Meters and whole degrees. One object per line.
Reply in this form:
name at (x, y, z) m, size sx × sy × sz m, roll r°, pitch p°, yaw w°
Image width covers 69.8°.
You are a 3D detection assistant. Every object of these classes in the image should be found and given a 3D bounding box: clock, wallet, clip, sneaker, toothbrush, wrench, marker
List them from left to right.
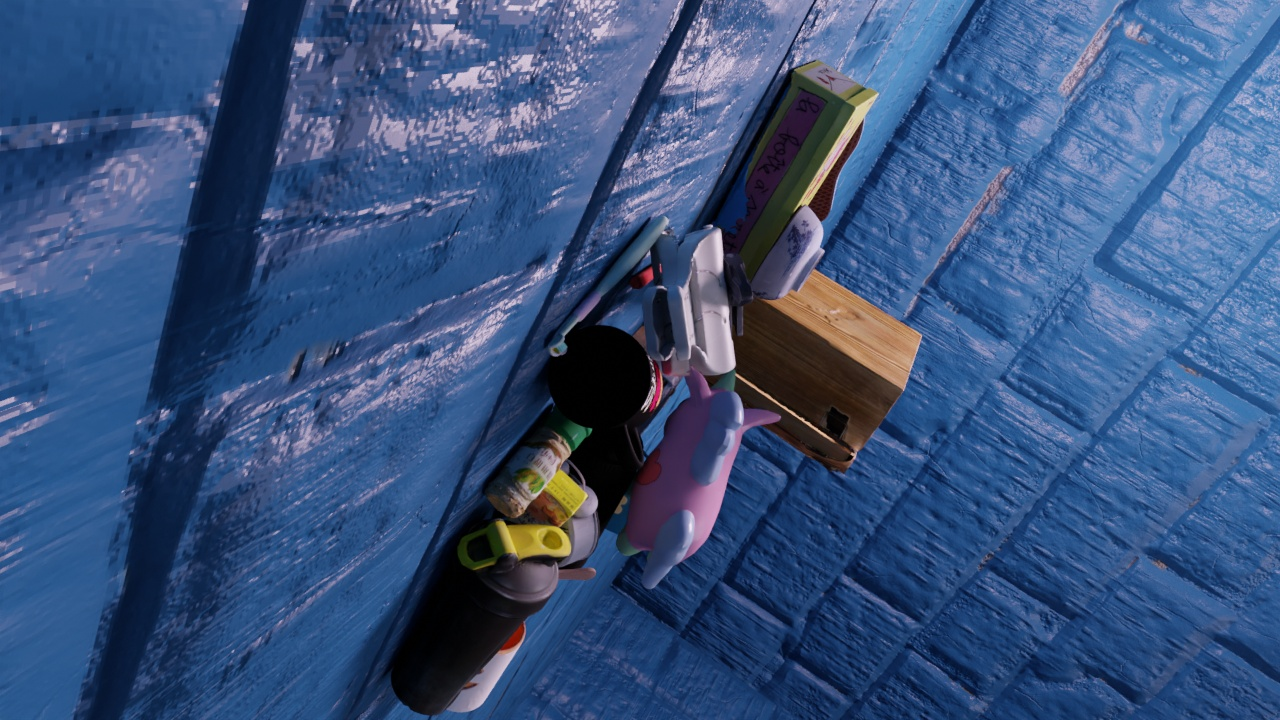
clock at (-0.081, 0.149, 0.907) m, size 0.035 × 0.094 × 0.123 m, roll -15°, pitch 136°, yaw -41°
toothbrush at (-0.023, -0.062, 0.717) m, size 0.154 × 0.015 × 0.022 m, roll -52°, pitch 172°, yaw -25°
wallet at (0.019, 0.033, 1.023) m, size 0.115 × 0.037 × 0.119 m, roll -50°, pitch 172°, yaw -37°
marker at (0.023, -0.092, 0.868) m, size 0.013 × 0.013 × 0.141 m, roll -62°, pitch 170°, yaw 30°
clip at (0.048, -0.046, 0.757) m, size 0.152 × 0.101 × 0.126 m, roll -104°, pitch -175°, yaw -77°
wrench at (0.066, -0.068, 0.884) m, size 0.273 × 0.022 × 0.073 m, roll -135°, pitch -143°, yaw -79°
sneaker at (0.213, -0.274, 1.122) m, size 0.242 × 0.083 × 0.098 m, roll 90°, pitch 0°, yaw -63°

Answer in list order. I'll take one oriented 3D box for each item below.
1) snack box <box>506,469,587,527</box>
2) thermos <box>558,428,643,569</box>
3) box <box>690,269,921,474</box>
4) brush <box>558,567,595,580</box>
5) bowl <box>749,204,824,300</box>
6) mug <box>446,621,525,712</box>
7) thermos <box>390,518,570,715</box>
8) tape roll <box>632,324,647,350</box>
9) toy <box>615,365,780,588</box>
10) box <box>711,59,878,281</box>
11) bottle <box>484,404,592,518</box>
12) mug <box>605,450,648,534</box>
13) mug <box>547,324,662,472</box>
snack box at (-0.103, 0.155, 0.875) m, size 0.148 × 0.040 × 0.028 m, roll -46°, pitch 180°, yaw 44°
thermos at (-0.061, 0.134, 0.980) m, size 0.085 × 0.086 × 0.199 m, roll -44°, pitch 165°, yaw -53°
box at (0.170, 0.001, 1.130) m, size 0.192 × 0.279 × 0.250 m, roll -59°, pitch 170°, yaw 24°
brush at (-0.112, 0.235, 0.986) m, size 0.050 × 0.135 × 0.015 m, roll 114°, pitch -28°, yaw -43°
bowl at (0.162, -0.106, 0.978) m, size 0.114 × 0.045 × 0.114 m, roll -54°, pitch 171°, yaw -12°
mug at (-0.181, 0.313, 0.986) m, size 0.105 × 0.082 × 0.082 m, roll -60°, pitch 170°, yaw 26°
thermos at (-0.155, 0.234, 0.845) m, size 0.221 × 0.098 × 0.098 m, roll -54°, pitch 173°, yaw 27°
tape roll at (-0.006, 0.006, 1.009) m, size 0.094 × 0.027 × 0.094 m, roll -54°, pitch 171°, yaw -13°
toy at (0.050, 0.121, 0.954) m, size 0.172 × 0.120 × 0.221 m, roll -49°, pitch -161°, yaw 40°
box at (0.155, -0.200, 0.984) m, size 0.221 × 0.079 × 0.124 m, roll -63°, pitch 170°, yaw 29°
bottle at (-0.090, 0.086, 0.808) m, size 0.110 × 0.043 × 0.043 m, roll -50°, pitch 169°, yaw -30°
mug at (-0.033, 0.153, 1.138) m, size 0.112 × 0.104 × 0.084 m, roll -55°, pitch 171°, yaw -6°
mug at (-0.021, 0.035, 0.760) m, size 0.082 × 0.118 × 0.098 m, roll -17°, pitch 173°, yaw 5°
